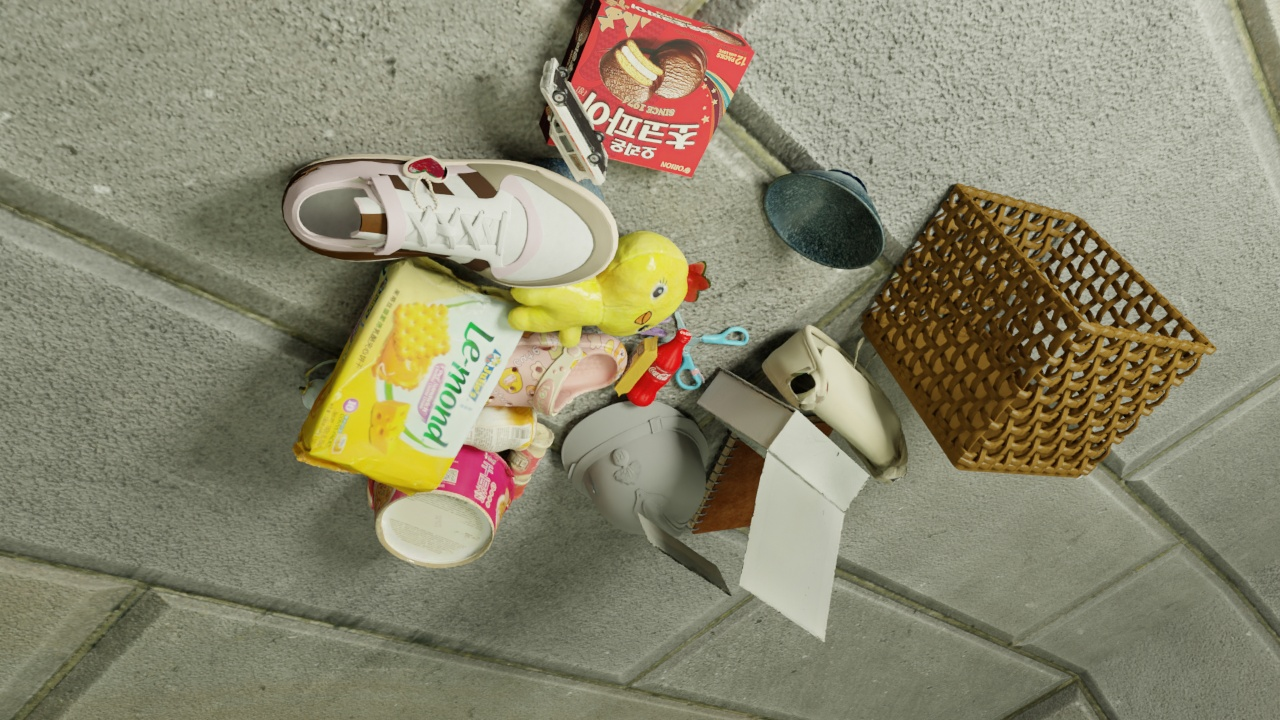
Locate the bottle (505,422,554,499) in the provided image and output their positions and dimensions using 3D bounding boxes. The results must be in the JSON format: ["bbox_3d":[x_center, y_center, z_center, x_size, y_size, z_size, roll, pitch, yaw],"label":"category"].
[{"bbox_3d":[-0.146,0.125,1.140,0.044,0.044,0.109,10,128,-30],"label":"bottle"}]

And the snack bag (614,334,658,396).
[{"bbox_3d":[-0.006,0.006,1.078,0.020,0.026,0.099,20,136,-20],"label":"snack bag"}]

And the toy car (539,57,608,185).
[{"bbox_3d":[-0.062,-0.202,0.792,0.039,0.039,0.113,-12,140,20],"label":"toy car"}]

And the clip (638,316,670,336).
[{"bbox_3d":[0.009,-0.041,1.054,0.051,0.013,0.032,3,127,-15],"label":"clip"}]

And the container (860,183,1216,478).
[{"bbox_3d":[0.444,-0.029,1.069,0.219,0.251,0.215,7,130,-28],"label":"container"}]

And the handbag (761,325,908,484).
[{"bbox_3d":[0.259,0.037,1.126,0.132,0.184,0.229,-43,121,16],"label":"handbag"}]

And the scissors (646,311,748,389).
[{"bbox_3d":[0.075,-0.018,1.108,0.129,0.015,0.135,-21,140,1],"label":"scissors"}]

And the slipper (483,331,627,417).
[{"bbox_3d":[-0.103,0.019,1.023,0.197,0.081,0.093,-7,134,-19],"label":"slipper"}]

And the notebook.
[{"bbox_3d":[0.166,0.165,1.317,0.167,0.024,0.226,-3,134,-25],"label":"notebook"}]

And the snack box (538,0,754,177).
[{"bbox_3d":[0.004,-0.245,0.828,0.152,0.035,0.133,7,130,-28],"label":"snack box"}]

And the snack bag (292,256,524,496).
[{"bbox_3d":[-0.232,0.015,0.924,0.159,0.068,0.247,26,95,-42],"label":"snack bag"}]

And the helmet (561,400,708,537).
[{"bbox_3d":[0.013,0.168,1.191,0.183,0.117,0.271,-29,141,8],"label":"helmet"}]

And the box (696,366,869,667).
[{"bbox_3d":[0.157,0.169,1.078,0.165,0.329,0.167,-21,134,38],"label":"box"}]

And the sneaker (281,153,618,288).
[{"bbox_3d":[-0.158,-0.118,0.785,0.293,0.116,0.112,9,105,-11],"label":"sneaker"}]

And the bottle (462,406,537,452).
[{"bbox_3d":[-0.177,0.075,1.061,0.108,0.063,0.063,0,133,-22],"label":"bottle"}]

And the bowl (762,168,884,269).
[{"bbox_3d":[0.202,-0.163,0.964,0.057,0.137,0.137,-56,143,-23],"label":"bowl"}]

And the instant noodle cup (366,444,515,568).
[{"bbox_3d":[-0.241,0.177,1.097,0.178,0.077,0.179,-2,130,-2],"label":"instant noodle cup"}]

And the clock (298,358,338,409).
[{"bbox_3d":[-0.308,0.040,0.978,0.083,0.057,0.118,-27,130,6],"label":"clock"}]

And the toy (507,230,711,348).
[{"bbox_3d":[-0.033,-0.073,0.933,0.207,0.092,0.134,-19,152,-25],"label":"toy"}]

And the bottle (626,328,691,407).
[{"bbox_3d":[0.024,0.007,1.085,0.036,0.036,0.119,9,135,-30],"label":"bottle"}]

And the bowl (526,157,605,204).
[{"bbox_3d":[-0.083,-0.138,0.889,0.110,0.055,0.111,-12,136,-12],"label":"bowl"}]
